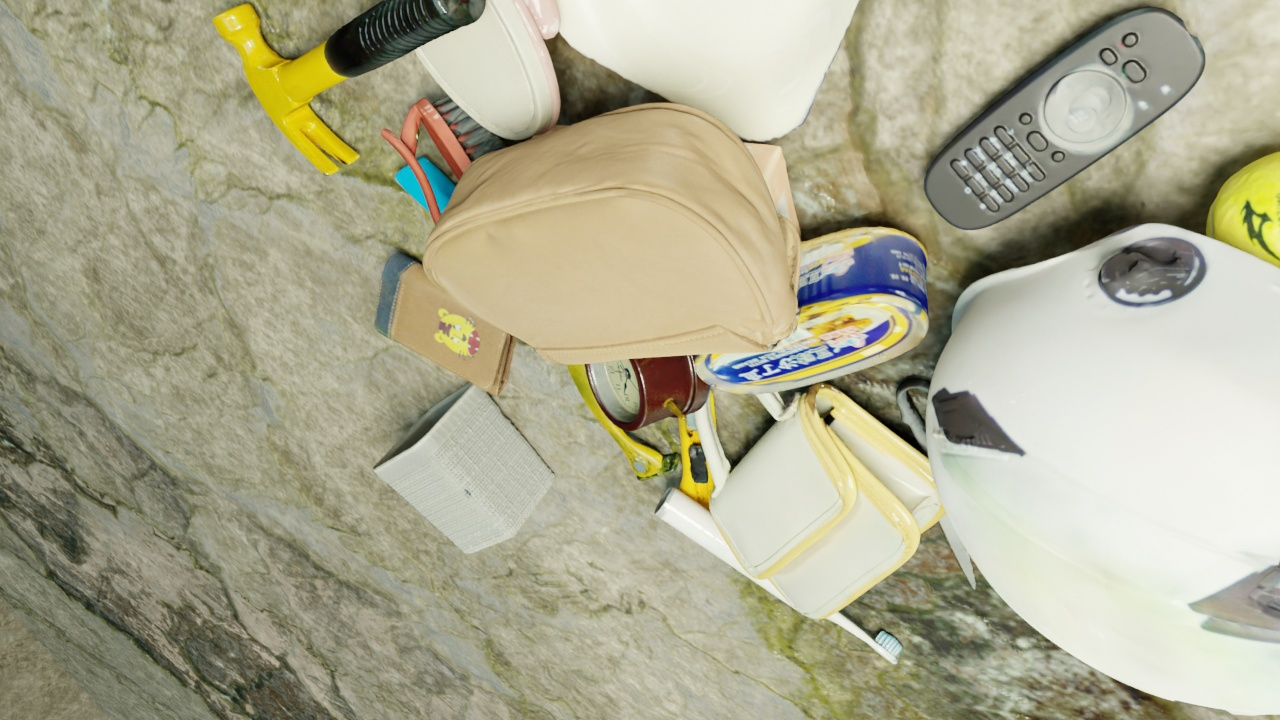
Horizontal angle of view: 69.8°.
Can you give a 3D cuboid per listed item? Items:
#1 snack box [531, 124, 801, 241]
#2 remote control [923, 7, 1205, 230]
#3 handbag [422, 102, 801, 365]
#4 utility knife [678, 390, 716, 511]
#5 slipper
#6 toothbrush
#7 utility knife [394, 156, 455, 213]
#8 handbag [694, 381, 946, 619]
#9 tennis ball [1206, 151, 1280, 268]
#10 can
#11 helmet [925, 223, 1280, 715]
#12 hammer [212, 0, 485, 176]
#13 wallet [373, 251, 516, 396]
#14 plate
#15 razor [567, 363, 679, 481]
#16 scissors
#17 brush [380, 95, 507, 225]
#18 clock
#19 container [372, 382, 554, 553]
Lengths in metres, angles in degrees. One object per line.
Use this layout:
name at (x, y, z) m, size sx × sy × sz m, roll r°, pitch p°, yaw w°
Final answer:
snack box at (0.014, -0.098, 0.551) m, size 0.157 × 0.026 × 0.084 m, roll 13°, pitch 153°, yaw 26°
remote control at (0.198, -0.113, 0.441) m, size 0.053 × 0.024 × 0.137 m, roll 47°, pitch 134°, yaw -4°
handbag at (-0.014, -0.063, 0.500) m, size 0.205 × 0.099 × 0.148 m, roll -3°, pitch 143°, yaw 41°
utility knife at (0.041, 0.062, 0.680) m, size 0.033 × 0.015 × 0.192 m, roll 0°, pitch 125°, yaw 12°
slipper at (-0.117, -0.252, 0.507) m, size 0.114 × 0.054 × 0.274 m, roll -8°, pitch 117°, yaw 55°
toothbrush at (0.108, 0.167, 0.700) m, size 0.221 × 0.026 × 0.027 m, roll 34°, pitch 171°, yaw -3°
utility knife at (-0.112, -0.088, 0.669) m, size 0.162 × 0.018 × 0.034 m, roll 43°, pitch 138°, yaw -5°
handbag at (0.097, 0.082, 0.623) m, size 0.179 × 0.063 × 0.164 m, roll 42°, pitch 142°, yaw 9°
tennis ball at (0.283, -0.058, 0.398) m, size 0.065 × 0.065 × 0.066 m, roll 18°, pitch 131°, yaw 21°
can at (0.096, -0.025, 0.537) m, size 0.148 × 0.049 × 0.074 m, roll -19°, pitch 141°, yaw 38°
helmet at (0.238, 0.069, 0.426) m, size 0.259 × 0.145 × 0.229 m, roll 21°, pitch 151°, yaw 37°
hammer at (-0.183, -0.191, 0.574) m, size 0.301 × 0.032 × 0.129 m, roll 4°, pitch 128°, yaw 51°
wallet at (-0.155, -0.027, 0.736) m, size 0.115 × 0.033 × 0.090 m, roll 28°, pitch 133°, yaw 8°
plate at (0.037, -0.210, 0.465) m, size 0.163 × 0.034 × 0.165 m, roll 31°, pitch 135°, yaw 10°
razor at (-0.022, 0.037, 0.701) m, size 0.043 × 0.028 × 0.132 m, roll -20°, pitch 109°, yaw 45°
scissors at (0.189, 0.082, 0.603) m, size 0.159 × 0.014 × 0.179 m, roll 13°, pitch 130°, yaw 27°
brush at (-0.107, -0.105, 0.606) m, size 0.146 × 0.069 × 0.063 m, roll 58°, pitch 171°, yaw -15°
clock at (-0.004, 0.004, 0.628) m, size 0.122 × 0.055 × 0.082 m, roll 9°, pitch 116°, yaw 57°
container at (-0.146, 0.095, 0.784) m, size 0.090 × 0.090 × 0.114 m, roll -28°, pitch 109°, yaw 44°
